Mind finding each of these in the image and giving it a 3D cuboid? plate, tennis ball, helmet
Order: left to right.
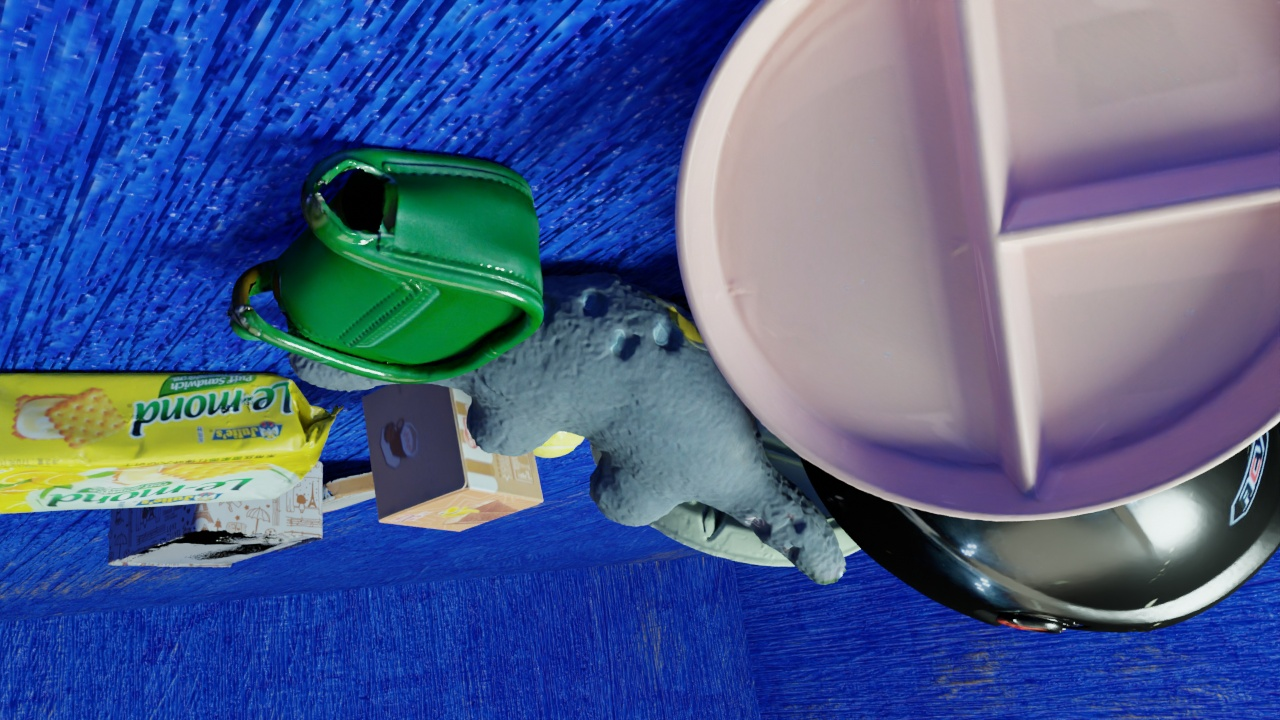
[{"bbox_3d":[-0.074,0.047,0.748,0.065,0.065,0.065,-8,164,-2],"label":"tennis ball"},{"bbox_3d":[0.077,0.063,0.683,0.230,0.230,0.028,-2,123,-23],"label":"plate"},{"bbox_3d":[0.125,-0.046,0.325,0.230,0.229,0.028,-16,-160,25],"label":"plate"},{"bbox_3d":[0.215,0.030,0.522,0.275,0.233,0.230,16,170,35],"label":"helmet"}]

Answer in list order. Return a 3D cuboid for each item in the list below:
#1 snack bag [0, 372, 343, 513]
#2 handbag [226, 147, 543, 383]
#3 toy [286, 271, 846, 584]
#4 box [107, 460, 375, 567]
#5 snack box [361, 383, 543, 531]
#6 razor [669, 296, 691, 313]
[{"bbox_3d":[-0.347,0.057,0.637,0.246,0.068,0.158,2,160,-32],"label":"snack bag"},{"bbox_3d":[-0.115,-0.039,0.428,0.120,0.068,0.132,5,159,-38],"label":"handbag"},{"bbox_3d":[-0.017,0.024,0.544,0.356,0.138,0.091,26,-176,-10],"label":"toy"},{"bbox_3d":[-0.365,0.152,0.929,0.178,0.088,0.261,-20,159,32],"label":"box"},{"bbox_3d":[-0.132,0.064,0.651,0.077,0.092,0.094,-21,159,20],"label":"snack box"},{"bbox_3d":[-0.032,-0.022,0.612,0.143,0.022,0.043,-10,166,2],"label":"razor"}]
